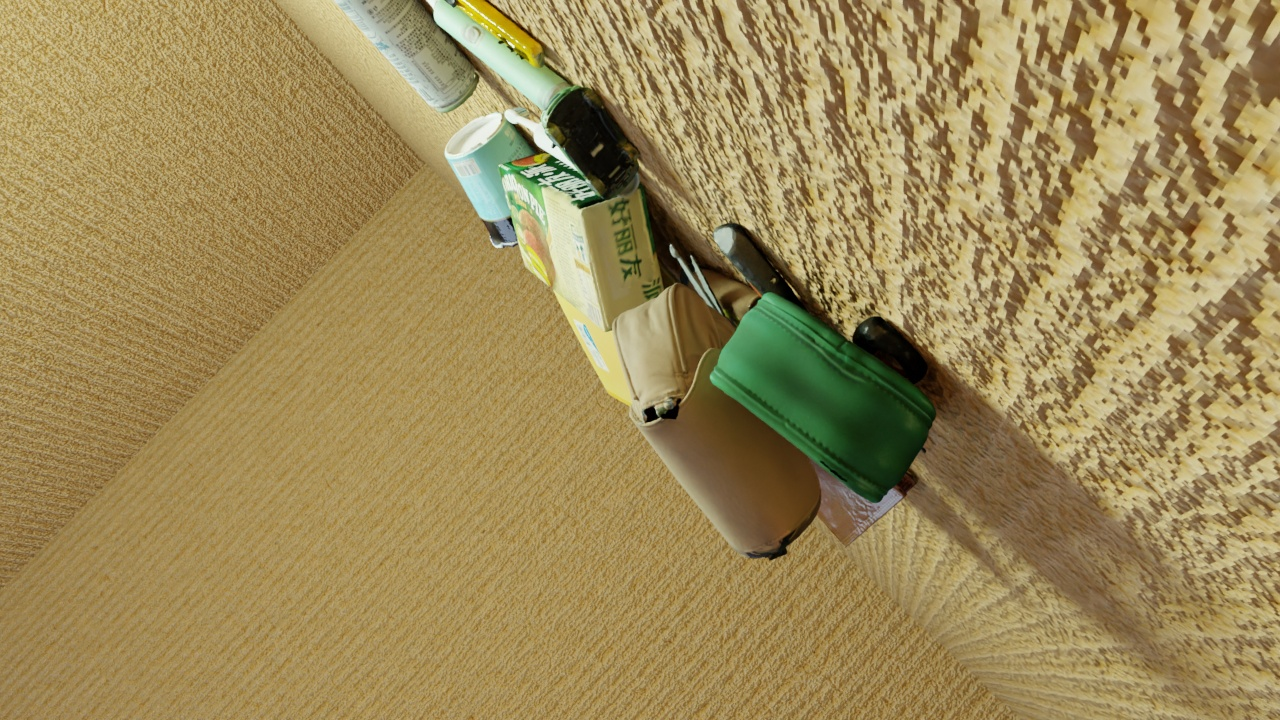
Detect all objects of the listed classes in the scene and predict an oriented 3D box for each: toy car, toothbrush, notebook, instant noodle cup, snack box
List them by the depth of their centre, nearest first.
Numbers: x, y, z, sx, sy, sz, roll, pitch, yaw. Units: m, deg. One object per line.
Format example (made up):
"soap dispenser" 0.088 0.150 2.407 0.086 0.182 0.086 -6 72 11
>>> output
"toy car" -0.036 -0.152 0.638 0.036 0.043 0.091 43 177 39
"toothbrush" -0.128 -0.250 0.691 0.224 0.026 0.027 43 -161 25
"toothbrush" -0.067 -0.184 0.776 0.221 0.026 0.027 41 150 48
"snack box" -0.059 -0.117 0.839 0.240 0.063 0.114 39 146 60
"notebook" -0.005 0.005 0.862 0.206 0.010 0.146 25 147 54
"instant noodle cup" -0.151 -0.205 1.016 0.120 0.111 0.111 56 171 -35

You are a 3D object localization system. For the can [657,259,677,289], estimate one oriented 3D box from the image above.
"can" -0.018 -0.102 0.996 0.102 0.057 0.083 45 179 -25

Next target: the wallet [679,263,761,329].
"wallet" 0.087 -0.035 0.756 0.090 0.033 0.115 47 173 -31

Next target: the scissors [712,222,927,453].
"scissors" 0.127 -0.010 0.616 0.221 0.021 0.234 45 176 -1

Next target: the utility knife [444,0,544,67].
"utility knife" -0.118 -0.250 0.650 0.154 0.015 0.033 43 180 24

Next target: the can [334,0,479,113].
"can" -0.216 -0.302 0.852 0.146 0.058 0.058 46 177 -42

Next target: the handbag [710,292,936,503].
"handbag" 0.113 0.023 0.562 0.131 0.068 0.120 37 -175 20

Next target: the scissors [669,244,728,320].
"scissors" 0.073 -0.023 0.731 0.140 0.012 0.171 44 171 18

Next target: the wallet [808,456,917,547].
"wallet" 0.190 0.112 0.867 0.101 0.032 0.125 45 145 15

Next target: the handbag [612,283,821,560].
"handbag" 0.062 0.043 0.681 0.204 0.100 0.147 52 -161 -29
